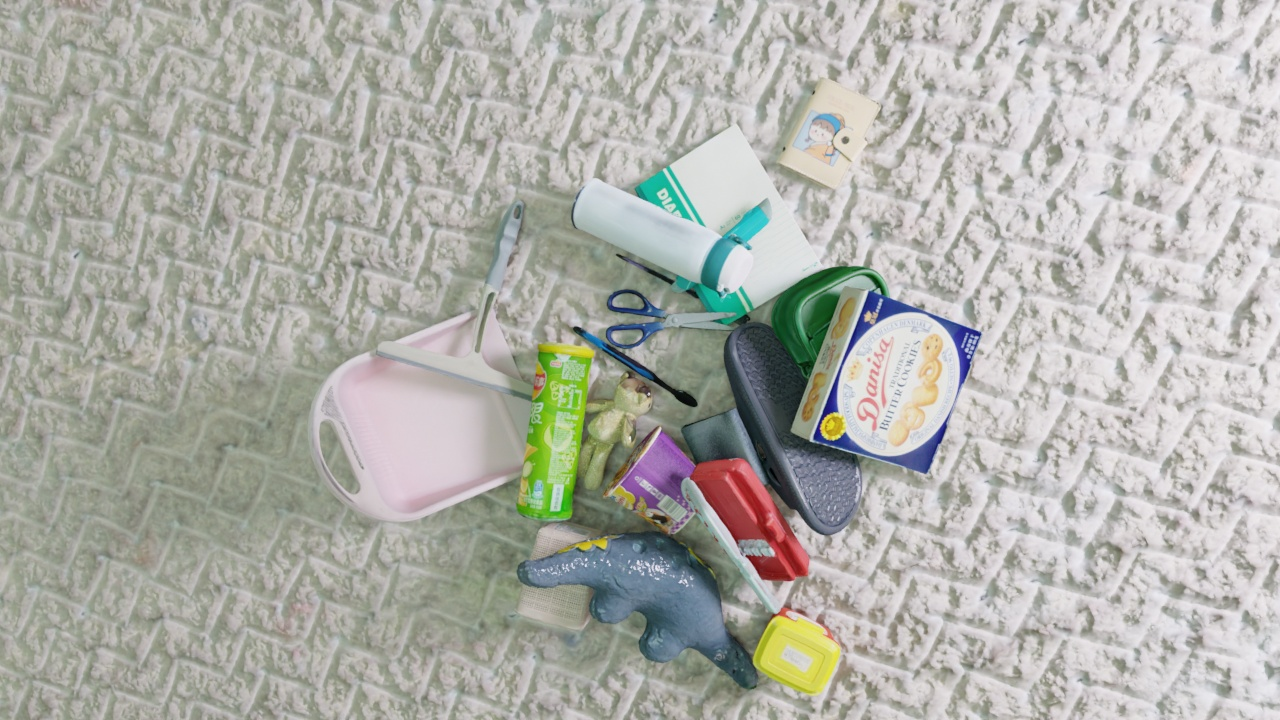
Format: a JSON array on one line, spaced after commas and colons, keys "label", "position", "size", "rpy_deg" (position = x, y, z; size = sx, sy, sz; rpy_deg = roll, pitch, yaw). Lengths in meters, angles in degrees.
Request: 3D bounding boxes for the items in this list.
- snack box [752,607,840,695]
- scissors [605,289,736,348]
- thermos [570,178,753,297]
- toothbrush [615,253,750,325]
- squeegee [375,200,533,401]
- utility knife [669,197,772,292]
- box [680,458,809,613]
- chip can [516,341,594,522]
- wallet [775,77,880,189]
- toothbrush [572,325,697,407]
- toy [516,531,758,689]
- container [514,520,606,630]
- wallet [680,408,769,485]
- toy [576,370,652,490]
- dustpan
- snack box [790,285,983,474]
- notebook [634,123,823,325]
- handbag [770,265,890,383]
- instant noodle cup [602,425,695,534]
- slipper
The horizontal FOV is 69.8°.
[{"label": "snack box", "position": [0.190, 0.347, 1.115], "size": [0.091, 0.080, 0.082], "rpy_deg": [25, 98, 8]}, {"label": "scissors", "position": [0.033, -0.040, 1.143], "size": [0.173, 0.012, 0.128], "rpy_deg": [32, 102, 16]}, {"label": "thermos", "position": [0.028, -0.149, 1.101], "size": [0.224, 0.073, 0.073], "rpy_deg": [27, 97, 20]}, {"label": "toothbrush", "position": [0.051, -0.090, 1.150], "size": [0.189, 0.014, 0.017], "rpy_deg": [27, 109, 8]}, {"label": "squeegee", "position": [-0.189, -0.086, 1.164], "size": [0.246, 0.039, 0.246], "rpy_deg": [19, 77, -28]}, {"label": "utility knife", "position": [0.099, -0.136, 1.117], "size": [0.161, 0.013, 0.029], "rpy_deg": [-40, 81, 12]}, {"label": "box", "position": [0.116, 0.213, 1.070], "size": [0.095, 0.091, 0.201], "rpy_deg": [-11, 128, 34]}, {"label": "chip can", "position": [-0.106, 0.089, 1.139], "size": [0.072, 0.072, 0.221], "rpy_deg": [8, 90, 10]}, {"label": "wallet", "position": [0.228, -0.271, 1.104], "size": [0.087, 0.024, 0.115], "rpy_deg": [29, 96, 12]}, {"label": "toothbrush", "position": [-0.007, 0.007, 1.168], "size": [0.189, 0.016, 0.014], "rpy_deg": [32, 107, 10]}, {"label": "toy", "position": [0.021, 0.285, 1.111], "size": [0.356, 0.092, 0.137], "rpy_deg": [35, 66, -21]}, {"label": "container", "position": [-0.096, 0.266, 1.159], "size": [0.090, 0.090, 0.111], "rpy_deg": [13, 92, 9]}, {"label": "wallet", "position": [0.100, 0.113, 1.112], "size": [0.019, 0.121, 0.097], "rpy_deg": [-22, 87, -32]}, {"label": "toy", "position": [-0.036, 0.091, 1.156], "size": [0.105, 0.066, 0.157], "rpy_deg": [42, 107, 48]}, {"label": "dustpan", "position": [-0.249, 0.074, 1.105], "size": [0.273, 0.139, 0.222], "rpy_deg": [-26, 90, -13]}, {"label": "snack box", "position": [0.284, 0.025, 1.055], "size": [0.182, 0.046, 0.178], "rpy_deg": [16, 98, -24]}, {"label": "notebook", "position": [0.106, -0.164, 1.128], "size": [0.150, 0.012, 0.209], "rpy_deg": [-31, 85, 9]}, {"label": "handbag", "position": [0.228, -0.044, 1.080], "size": [0.131, 0.068, 0.120], "rpy_deg": [-27, 104, -13]}, {"label": "instant noodle cup", "position": [0.026, 0.152, 1.126], "size": [0.099, 0.111, 0.112], "rpy_deg": [38, 99, -3]}, {"label": "slipper", "position": [0.173, 0.084, 1.106], "size": [0.110, 0.084, 0.268], "rpy_deg": [-19, 77, -30]}]
